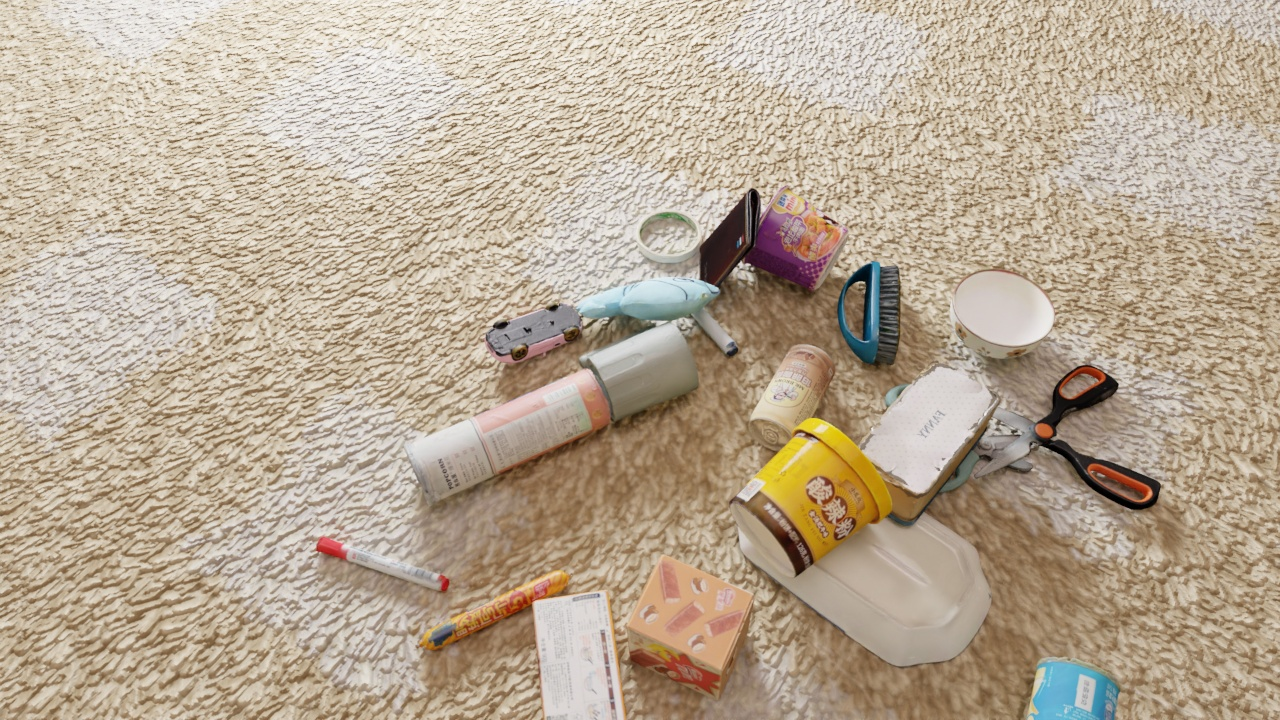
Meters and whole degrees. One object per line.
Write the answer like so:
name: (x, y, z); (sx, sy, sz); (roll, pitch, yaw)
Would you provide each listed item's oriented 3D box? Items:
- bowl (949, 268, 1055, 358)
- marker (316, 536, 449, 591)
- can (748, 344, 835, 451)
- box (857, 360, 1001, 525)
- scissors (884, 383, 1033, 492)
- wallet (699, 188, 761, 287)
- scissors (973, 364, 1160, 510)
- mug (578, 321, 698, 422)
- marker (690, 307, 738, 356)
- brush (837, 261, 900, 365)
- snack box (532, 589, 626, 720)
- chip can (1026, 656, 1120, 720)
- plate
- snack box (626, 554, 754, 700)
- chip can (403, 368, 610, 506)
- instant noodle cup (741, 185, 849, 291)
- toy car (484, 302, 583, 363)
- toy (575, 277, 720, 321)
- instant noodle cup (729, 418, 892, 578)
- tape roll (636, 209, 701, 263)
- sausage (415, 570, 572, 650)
bowl: (0.414, -0.045, 1.066); (0.113, 0.062, 0.113); (-2, 55, 2)
marker: (-0.262, 0.207, 0.933); (0.145, 0.017, 0.017); (15, 56, 12)
can: (0.168, 0.040, 1.014); (0.058, 0.059, 0.116); (24, 58, 18)
box: (0.286, 0.085, 0.939); (0.090, 0.062, 0.183); (36, 61, 26)
scissors: (0.335, 0.100, 0.991); (0.177, 0.019, 0.171); (27, 57, 16)
wallet: (0.105, -0.138, 1.113); (0.020, 0.123, 0.096); (21, 53, -17)
scissors: (0.454, 0.083, 0.992); (0.233, 0.022, 0.221); (-33, 61, -25)
mug: (-0.006, 0.006, 1.041); (0.103, 0.084, 0.124); (-23, 30, -13)
marker: (0.076, -0.054, 1.110); (0.023, 0.018, 0.130); (-47, 58, 12)
brush: (0.270, -0.059, 1.085); (0.073, 0.055, 0.143); (8, 55, 6)
snack box: (-0.057, 0.294, 0.857); (0.075, 0.026, 0.153); (-8, 54, -4)
chip can: (0.349, 0.361, 0.769); (0.071, 0.071, 0.209); (20, 56, 15)
plate: (0.222, 0.186, 0.922); (0.266, 0.034, 0.161); (35, 62, 24)
snack box: (0.046, 0.247, 0.847); (0.094, 0.093, 0.076); (20, 57, 16)
chip can: (-0.140, 0.080, 0.987); (0.214, 0.071, 0.071); (-23, 57, -14)
instant noodle cup: (0.194, -0.145, 1.123); (0.099, 0.112, 0.111); (30, 60, 13)
toy car: (-0.126, -0.031, 1.091); (0.122, 0.037, 0.056); (-22, 58, -29)
toy: (0.012, -0.071, 1.076); (0.161, 0.050, 0.156); (-15, 15, -33)
instant noodle cup: (0.156, 0.134, 0.873); (0.114, 0.118, 0.118); (-37, 61, -14)
tape roll: (0.037, -0.162, 1.193); (0.086, 0.014, 0.085); (-1, 54, 1)
sausage: (-0.142, 0.244, 0.899); (0.165, 0.021, 0.021); (-23, 57, -14)
